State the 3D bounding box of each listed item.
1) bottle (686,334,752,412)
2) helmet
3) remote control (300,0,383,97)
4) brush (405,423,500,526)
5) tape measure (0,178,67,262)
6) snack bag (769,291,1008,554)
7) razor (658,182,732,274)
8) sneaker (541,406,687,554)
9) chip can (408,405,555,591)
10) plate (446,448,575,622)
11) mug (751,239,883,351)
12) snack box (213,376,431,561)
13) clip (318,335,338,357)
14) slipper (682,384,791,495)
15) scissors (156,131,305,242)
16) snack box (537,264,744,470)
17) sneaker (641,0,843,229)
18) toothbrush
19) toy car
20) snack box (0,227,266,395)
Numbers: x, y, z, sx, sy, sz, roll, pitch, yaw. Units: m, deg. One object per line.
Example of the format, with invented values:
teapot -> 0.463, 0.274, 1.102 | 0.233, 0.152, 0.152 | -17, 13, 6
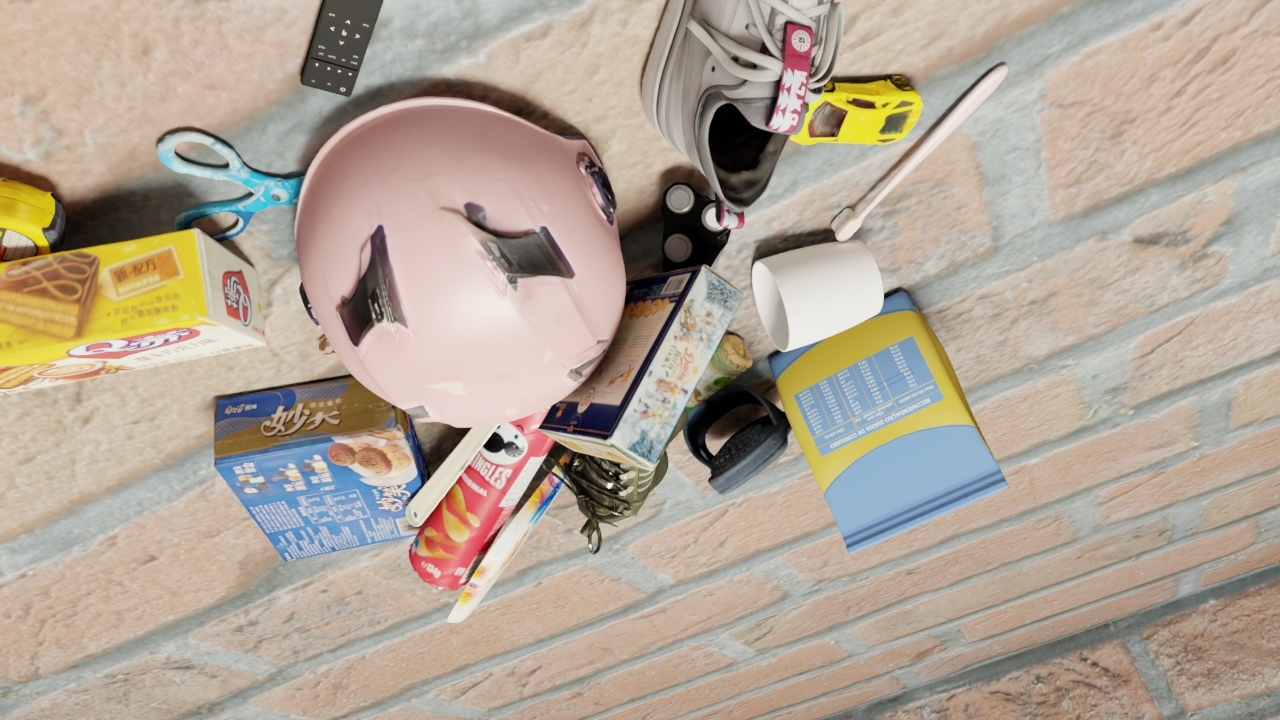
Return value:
bottle -> 0.057, 0.019, 0.889 | 0.043, 0.043, 0.111 | 21, 131, -41
helmet -> -0.120, -0.048, 0.635 | 0.230, 0.152, 0.256 | -14, 144, 0
remote control -> -0.158, -0.206, 0.512 | 0.030, 0.009, 0.140 | 8, 140, -30
brush -> -0.152, 0.077, 0.807 | 0.218, 0.033, 0.012 | -49, 160, 27
tape measure -> -0.392, -0.087, 0.568 | 0.064, 0.037, 0.066 | 10, 153, -29
snack bag -> 0.231, 0.061, 0.869 | 0.159, 0.205, 0.102 | -29, 144, 19
razor -> 0.038, -0.080, 0.732 | 0.057, 0.060, 0.156 | 29, 163, 9
sneaker -> -0.038, 0.098, 0.868 | 0.142, 0.101, 0.238 | -50, 163, -26
chip can -> -0.139, 0.109, 0.852 | 0.073, 0.073, 0.233 | 15, 118, -36
plate -> -0.129, 0.184, 0.956 | 0.016, 0.186, 0.188 | 35, 135, 3
mug -> 0.149, -0.057, 0.797 | 0.087, 0.081, 0.114 | -17, 177, -8
snack box -> -0.283, 0.104, 0.854 | 0.155, 0.069, 0.203 | -10, 146, -8
clip -> -0.233, -0.020, 0.737 | 0.060, 0.024, 0.040 | -11, 146, 0
slipper -> 0.091, 0.065, 0.899 | 0.101, 0.082, 0.263 | -37, 177, 5
scissors -> -0.253, -0.106, 0.620 | 0.140, 0.013, 0.115 | 7, 140, -33
snack box -> -0.004, 0.004, 0.689 | 0.042, 0.145, 0.145 | 33, 167, -21
sneaker -> 0.077, -0.198, 0.511 | 0.096, 0.128, 0.264 | 1, 141, -24
toothbrush -> 0.214, -0.160, 0.718 | 0.015, 0.018, 0.182 | 12, 135, -36
toy car -> 0.149, -0.176, 0.657 | 0.106, 0.030, 0.049 | -4, 146, -13
snack box -> -0.383, -0.025, 0.604 | 0.230, 0.061, 0.110 | -11, 173, -6
